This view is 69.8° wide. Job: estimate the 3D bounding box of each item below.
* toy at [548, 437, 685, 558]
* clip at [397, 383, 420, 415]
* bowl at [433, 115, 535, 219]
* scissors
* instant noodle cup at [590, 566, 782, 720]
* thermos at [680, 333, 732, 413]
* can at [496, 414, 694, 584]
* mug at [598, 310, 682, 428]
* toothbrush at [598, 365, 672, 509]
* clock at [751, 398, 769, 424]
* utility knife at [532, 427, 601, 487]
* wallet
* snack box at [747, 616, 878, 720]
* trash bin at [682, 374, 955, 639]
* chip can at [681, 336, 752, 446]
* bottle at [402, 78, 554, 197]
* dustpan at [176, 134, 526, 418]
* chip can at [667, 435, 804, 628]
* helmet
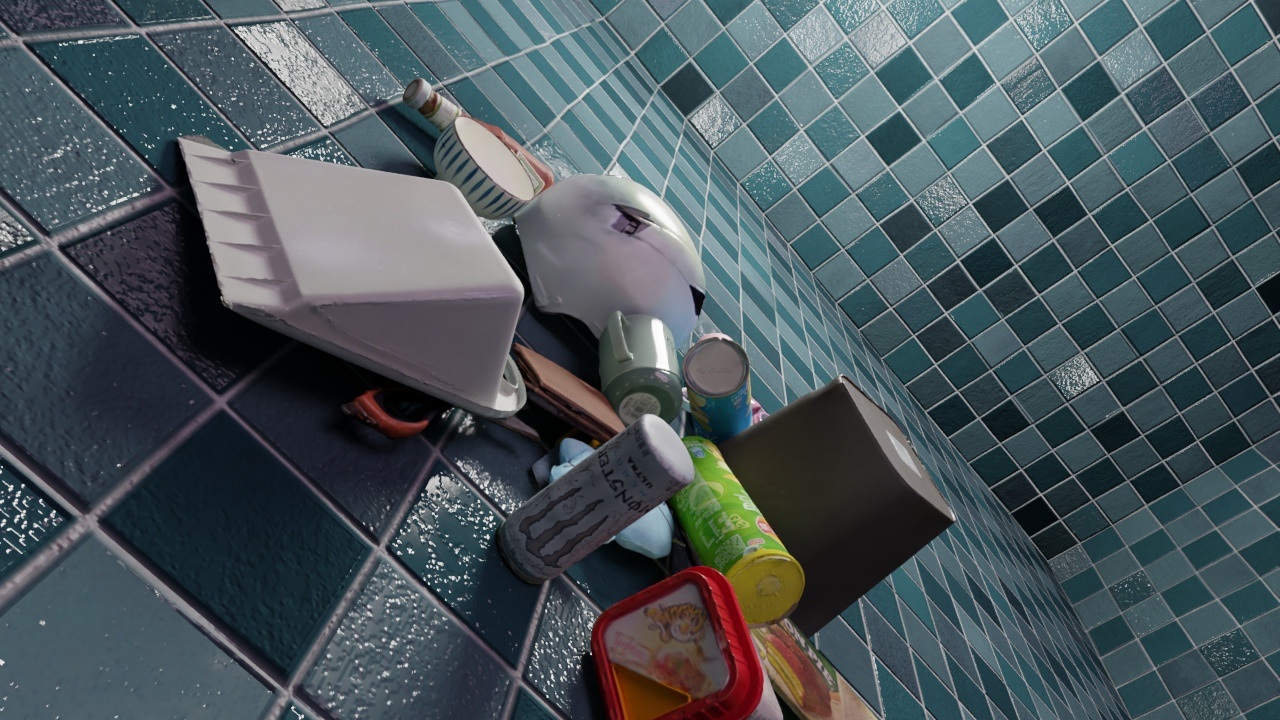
[{"bbox_3d":[-0.017,0.125,0.801,0.156,0.050,0.161,49,17,-15],"label":"toy"},{"bbox_3d":[-0.168,0.025,0.688,0.034,0.013,0.055,48,17,-11],"label":"clip"},{"bbox_3d":[-0.176,-0.196,0.981,0.116,0.066,0.116,44,21,-22],"label":"bowl"},{"bbox_3d":[-0.151,0.026,0.678,0.197,0.015,0.213,46,18,-11],"label":"scissors"},{"bbox_3d":[0.041,0.231,0.671,0.124,0.116,0.116,49,16,-46],"label":"instant noodle cup"},{"bbox_3d":[0.092,0.029,1.226,0.087,0.067,0.198,18,26,-3],"label":"thermos"},{"bbox_3d":[-0.033,0.101,0.659,0.058,0.147,0.058,45,20,-22],"label":"can"},{"bbox_3d":[-0.006,0.005,0.933,0.106,0.082,0.112,-95,162,-53],"label":"mug"},{"bbox_3d":[-0.004,0.077,0.976,0.017,0.016,0.187,35,24,-60],"label":"toothbrush"},{"bbox_3d":[0.163,0.112,1.235,0.117,0.060,0.158,38,22,-39],"label":"clock"},{"bbox_3d":[-0.056,0.078,0.851,0.033,0.015,0.217,52,19,1],"label":"utility knife"},{"bbox_3d":[-0.063,0.038,0.826,0.124,0.032,0.101,34,5,-31],"label":"wallet"},{"bbox_3d":[0.137,0.306,0.819,0.240,0.063,0.114,49,19,-10],"label":"snack box"},{"bbox_3d":[0.181,0.152,0.962,0.198,0.220,0.198,36,24,-41],"label":"trash bin"},{"bbox_3d":[0.090,0.055,1.013,0.210,0.071,0.071,74,-9,-61],"label":"chip can"},{"bbox_3d":[-0.188,-0.254,1.074,0.206,0.060,0.059,34,26,-41],"label":"bottle"},{"bbox_3d":[-0.196,-0.044,0.688,0.257,0.143,0.222,-2,38,-33],"label":"dustpan"},{"bbox_3d":[0.072,0.145,0.831,0.072,0.072,0.221,42,7,-27],"label":"chip can"},{"bbox_3d":[-0.015,-0.119,1.051,0.258,0.146,0.228,32,25,-31],"label":"helmet"}]
